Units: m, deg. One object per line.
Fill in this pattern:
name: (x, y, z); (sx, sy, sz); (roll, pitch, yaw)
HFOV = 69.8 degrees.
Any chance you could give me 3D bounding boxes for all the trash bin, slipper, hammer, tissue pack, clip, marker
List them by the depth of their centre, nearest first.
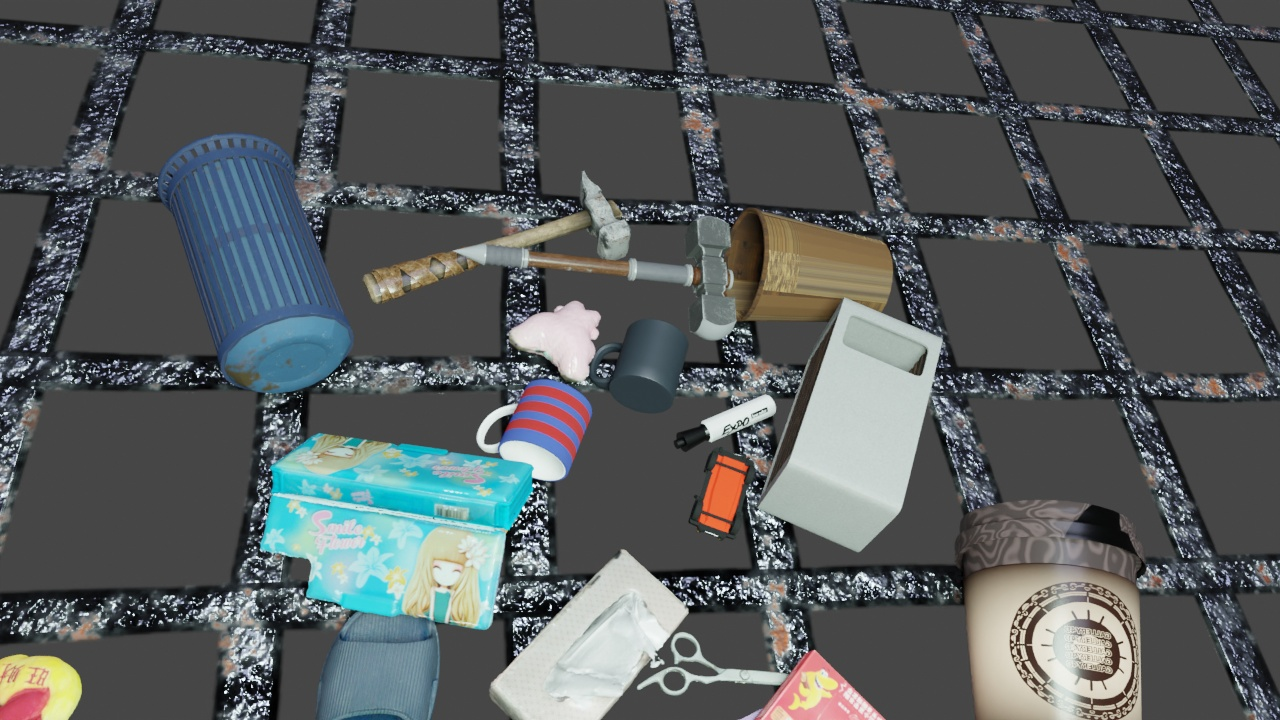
slipper: (-0.225, 0.314, 0.751); (0.101, 0.083, 0.263); (4, 57, -6)
tissue pack: (-0.038, 0.264, 0.833); (0.104, 0.071, 0.180); (40, 55, 15)
clip: (0.105, 0.339, 0.844); (0.053, 0.013, 0.037); (-5, 58, -12)
trash bin: (-0.394, -0.096, 0.948); (0.139, 0.140, 0.249); (-18, 65, -22)
trash bin: (0.225, 0.066, 0.982); (0.114, 0.115, 0.228); (23, 56, 4)
marker: (0.092, 0.070, 1.007); (0.125, 0.025, 0.025); (-21, 64, -23)
hammer: (-0.047, -0.107, 1.041); (0.322, 0.043, 0.155); (4, 70, -18)
hammer: (-0.166, -0.134, 1.077); (0.318, 0.049, 0.121); (-22, 62, -21)

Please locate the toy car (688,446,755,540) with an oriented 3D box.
toy car: (0.084, 0.139, 0.946); (0.051, 0.049, 0.100); (20, 56, 1)

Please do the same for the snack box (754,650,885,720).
snack box: (0.180, 0.345, 0.840); (0.133, 0.021, 0.089); (44, 59, 9)

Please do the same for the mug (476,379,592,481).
mug: (-0.113, 0.070, 0.944); (0.112, 0.075, 0.076); (4, 52, 23)

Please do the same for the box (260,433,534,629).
box: (-0.226, 0.139, 0.837); (0.227, 0.084, 0.172); (7, 49, 7)

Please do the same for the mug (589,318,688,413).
mug: (-0.006, 0.006, 1.009); (0.105, 0.071, 0.077); (2, 53, 22)

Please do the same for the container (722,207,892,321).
container: (0.198, -0.103, 1.085); (0.167, 0.132, 0.132); (5, 57, -15)

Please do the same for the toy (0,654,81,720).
toy: (-0.502, 0.296, 0.719); (0.105, 0.067, 0.137); (-7, 51, -11)

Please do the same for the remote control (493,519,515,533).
remote control: (-0.154, 0.182, 0.875); (0.018, 0.038, 0.125); (32, 57, 9)

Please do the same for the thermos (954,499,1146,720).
thermos: (0.386, 0.266, 0.863); (0.172, 0.173, 0.225); (12, 62, -4)

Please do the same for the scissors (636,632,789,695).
scissors: (0.082, 0.304, 0.861); (0.172, 0.014, 0.090); (24, 54, 8)

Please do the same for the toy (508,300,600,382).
toy: (-0.084, -0.029, 1.018); (0.099, 0.053, 0.095); (31, 54, 10)
